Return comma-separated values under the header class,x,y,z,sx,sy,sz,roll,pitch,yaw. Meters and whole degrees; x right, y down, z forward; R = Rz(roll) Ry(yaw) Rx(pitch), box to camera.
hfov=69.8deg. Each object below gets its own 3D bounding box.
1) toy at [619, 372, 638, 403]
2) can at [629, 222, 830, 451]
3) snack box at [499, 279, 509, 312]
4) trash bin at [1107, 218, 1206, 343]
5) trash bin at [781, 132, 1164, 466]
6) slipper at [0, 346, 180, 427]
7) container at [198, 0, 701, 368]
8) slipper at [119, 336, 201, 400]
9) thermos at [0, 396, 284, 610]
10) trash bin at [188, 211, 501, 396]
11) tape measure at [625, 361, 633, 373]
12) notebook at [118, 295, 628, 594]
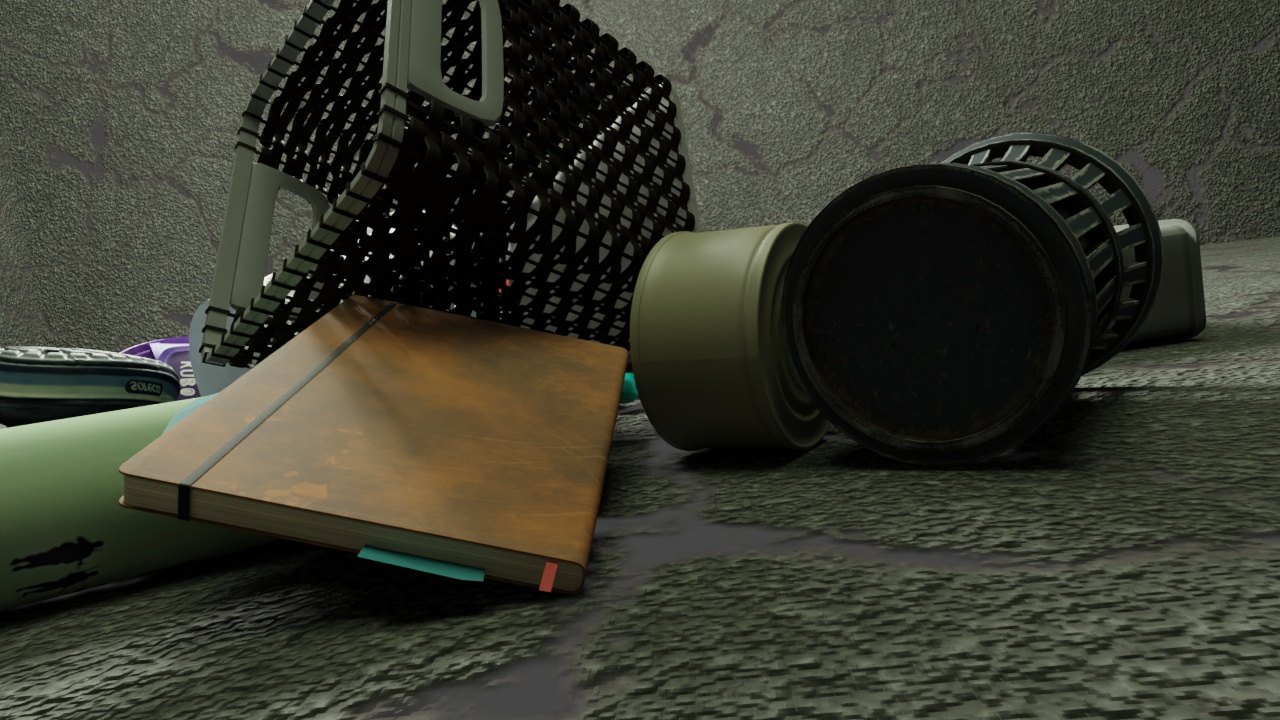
class,x,y,z,sx,sy,sz,roll,pitch,yaw
toy,-0.058,0.009,0.821,0.130,0.072,0.193,32,-4,-17
can,0.059,-0.012,0.517,0.073,0.128,0.127,-2,7,32
snack box,-0.087,-0.034,0.982,0.113,0.060,0.236,-6,-13,-2
trash bin,0.325,-0.055,0.802,0.219,0.097,0.192,-9,5,-7
trash bin,0.185,-0.040,0.504,0.165,0.164,0.226,-4,10,34
slipper,-0.387,0.056,0.657,0.105,0.095,0.253,7,-17,-17
container,-0.125,-0.114,0.645,0.243,0.247,0.246,21,-40,-37
slipper,-0.406,0.026,0.929,0.265,0.107,0.084,-5,3,-36
thermos,-0.191,0.049,0.441,0.230,0.082,0.082,-11,6,-34
trash bin,-0.254,-0.015,0.786,0.196,0.195,0.199,-4,16,36
tape measure,-0.005,0.005,0.912,0.072,0.042,0.071,-2,7,14
notebook,-0.101,0.022,0.411,0.178,0.014,0.249,11,19,-1
